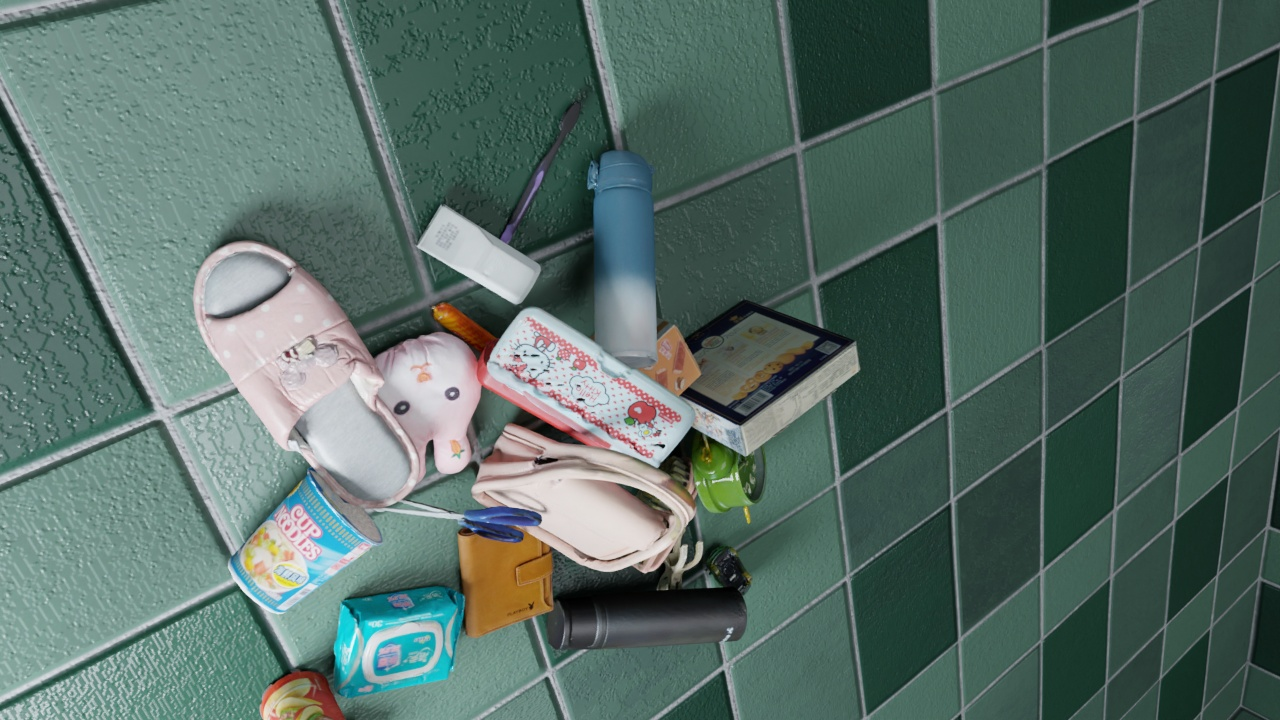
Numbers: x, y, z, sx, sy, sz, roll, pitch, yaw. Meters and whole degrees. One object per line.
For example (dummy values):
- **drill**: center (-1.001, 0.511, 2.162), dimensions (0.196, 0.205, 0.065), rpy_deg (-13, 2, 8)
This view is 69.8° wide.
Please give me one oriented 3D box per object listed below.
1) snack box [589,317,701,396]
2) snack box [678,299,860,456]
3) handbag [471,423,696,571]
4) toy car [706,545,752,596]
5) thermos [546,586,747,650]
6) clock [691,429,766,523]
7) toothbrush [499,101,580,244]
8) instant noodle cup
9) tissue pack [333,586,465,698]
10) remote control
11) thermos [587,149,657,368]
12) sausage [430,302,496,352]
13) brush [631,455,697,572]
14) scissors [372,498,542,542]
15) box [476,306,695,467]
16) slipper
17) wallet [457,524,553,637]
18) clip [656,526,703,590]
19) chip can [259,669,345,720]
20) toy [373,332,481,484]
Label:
- **snack box**: center (-0.006, 0.006, 1.005), dimensions (0.094, 0.093, 0.077), rpy_deg (-43, 126, -16)
- **snack box**: center (0.121, 0.012, 1.043), dimensions (0.177, 0.183, 0.046), rpy_deg (-33, 125, -23)
- **handbag**: center (-0.042, 0.135, 0.922), dimensions (0.193, 0.235, 0.093), rpy_deg (35, 64, -23)
- **toy car**: center (0.117, 0.285, 1.231), dimensions (0.043, 0.036, 0.091), rpy_deg (-40, 126, -17)
- **thermos**: center (0.005, 0.320, 1.127), dimensions (0.242, 0.068, 0.090), rpy_deg (4, 142, -24)
- **clock**: center (0.104, 0.116, 1.113), dimensions (0.161, 0.056, 0.115), rpy_deg (58, 35, -39)
- **toothbrush**: center (-0.108, -0.176, 0.921), dimensions (0.014, 0.017, 0.189), rpy_deg (27, 92, -33)
- **instant noodle cup**: center (-0.312, 0.171, 0.846), dimensions (0.110, 0.099, 0.099), rpy_deg (-43, 126, -8)
- **tissue pack**: center (-0.250, 0.291, 0.955), dimensions (0.133, 0.050, 0.093), rpy_deg (-1, 105, -37)
- **remote control**: center (-0.155, -0.102, 0.898), dimensions (0.125, 0.024, 0.049), rpy_deg (31, 90, -34)
- **thermos**: center (-0.018, -0.103, 0.930), dimensions (0.070, 0.070, 0.220), rpy_deg (7, 75, -38)
- **sausage**: center (-0.151, -0.013, 0.938), dimensions (0.165, 0.021, 0.021), rpy_deg (39, 81, -38)
- **brush**: center (0.025, 0.183, 1.112), dimensions (0.073, 0.063, 0.145), rpy_deg (36, 82, -35)
- **scissors**: center (-0.176, 0.157, 0.925), dimensions (0.162, 0.163, 0.012), rpy_deg (41, 45, -49)
- **box**: center (-0.053, 0.023, 0.901), dimensions (0.201, 0.095, 0.100), rpy_deg (32, 106, -16)
- **slipper**: center (-0.286, 0.022, 0.801), dimensions (0.114, 0.054, 0.274), rpy_deg (-30, 112, -7)
- **wallet**: center (-0.144, 0.234, 1.028), dimensions (0.118, 0.035, 0.131), rpy_deg (-11, 112, -26)
- **clip**: center (0.039, 0.253, 1.176), dimensions (0.034, 0.086, 0.104), rpy_deg (-5, 137, -36)
- **chip can**: center (-0.293, 0.374, 0.847), dimensions (0.073, 0.217, 0.073), rpy_deg (-12, 113, -31)
- **toy**: center (-0.210, 0.051, 0.900), dimensions (0.121, 0.054, 0.160), rpy_deg (-18, 121, -27)
